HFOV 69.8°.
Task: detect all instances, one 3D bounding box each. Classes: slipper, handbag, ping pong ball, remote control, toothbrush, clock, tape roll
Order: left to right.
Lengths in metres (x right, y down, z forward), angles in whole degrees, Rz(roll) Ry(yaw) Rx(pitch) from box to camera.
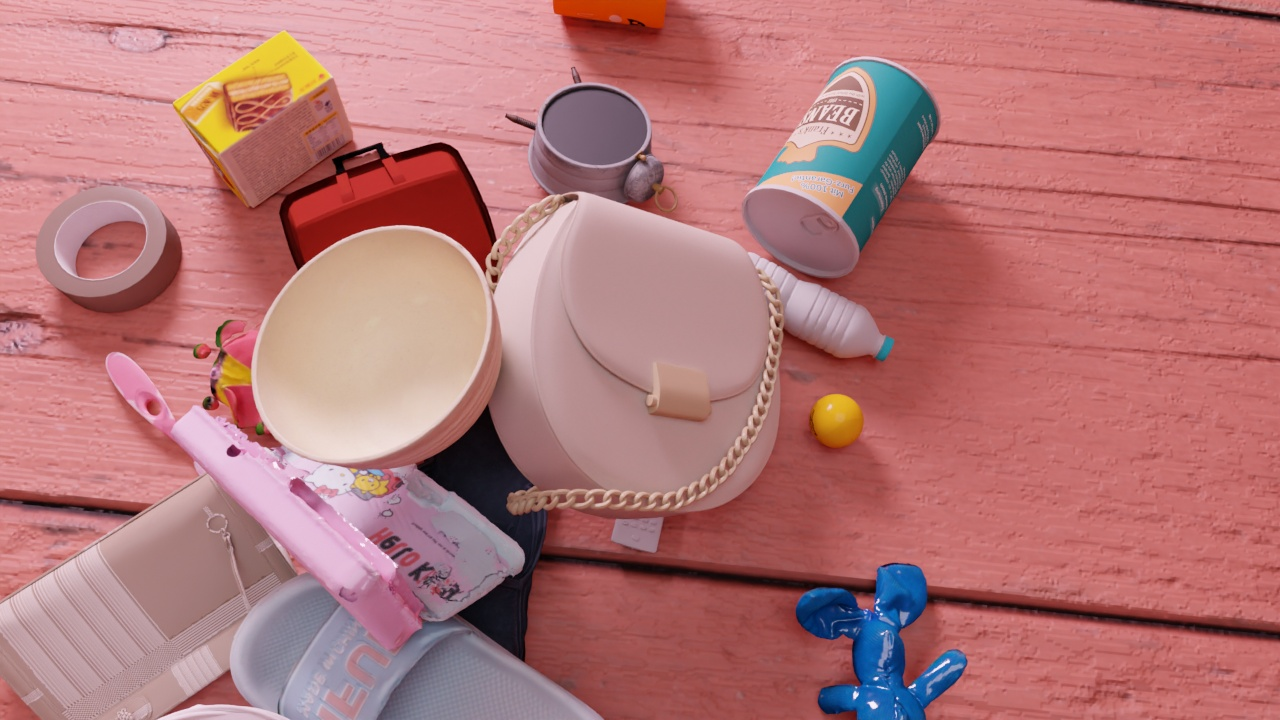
[{"bbox_3d":[-0.404,-0.085,0.700,0.093,0.030,0.093,1,70,-4],"label":"tape roll"},{"bbox_3d":[-0.348,0.041,0.666,0.021,0.016,0.135,-42,78,-17],"label":"toothbrush"},{"bbox_3d":[-0.295,0.199,0.602,0.175,0.062,0.198,-34,84,-14],"label":"handbag"},{"bbox_3d":[-0.123,0.196,0.527,0.245,0.074,0.104,24,75,10],"label":"slipper"},{"bbox_3d":[-0.121,0.137,0.611,0.109,0.084,0.265,10,73,-2],"label":"slipper"},{"bbox_3d":[-0.029,-0.166,0.742,0.148,0.056,0.103,39,63,15],"label":"clock"},{"bbox_3d":[-0.003,0.003,0.628,0.210,0.104,0.208,11,71,-37],"label":"handbag"},{"bbox_3d":[0.009,0.076,0.679,0.033,0.012,0.130,17,70,-6],"label":"remote control"},{"bbox_3d":[0.146,0.045,0.685,0.040,0.040,0.040,1,70,-4],"label":"ping pong ball"}]

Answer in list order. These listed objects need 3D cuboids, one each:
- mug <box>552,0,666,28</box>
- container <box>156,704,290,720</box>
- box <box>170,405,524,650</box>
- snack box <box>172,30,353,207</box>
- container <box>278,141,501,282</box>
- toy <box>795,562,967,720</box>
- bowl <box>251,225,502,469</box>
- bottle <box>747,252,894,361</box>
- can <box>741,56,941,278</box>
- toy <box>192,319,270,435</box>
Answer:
[{"bbox_3d":[-0.022,-0.345,0.804,0.096,0.078,0.112,7,42,-1],"label":"mug"},{"bbox_3d":[-0.262,0.286,0.453,0.187,0.189,0.189,-26,70,25],"label":"container"},{"bbox_3d":[-0.174,0.080,0.553,0.201,0.111,0.101,28,60,33],"label":"box"},{"bbox_3d":[-0.291,-0.186,0.717,0.105,0.084,0.061,-42,79,-17],"label":"snack box"},{"bbox_3d":[-0.185,-0.093,0.686,0.148,0.201,0.127,-23,110,-11],"label":"container"},{"bbox_3d":[0.153,0.218,0.611,0.112,0.071,0.176,8,69,-13],"label":"toy"},{"bbox_3d":[-0.146,0.002,0.554,0.151,0.075,0.150,-6,66,14],"label":"bowl"},{"bbox_3d":[0.131,-0.038,0.713,0.136,0.044,0.044,27,70,6],"label":"bottle"},{"bbox_3d":[0.159,-0.152,0.726,0.099,0.099,0.143,32,71,8],"label":"can"},{"bbox_3d":[-0.267,0.011,0.666,0.103,0.046,0.084,-8,83,-16],"label":"toy"}]
